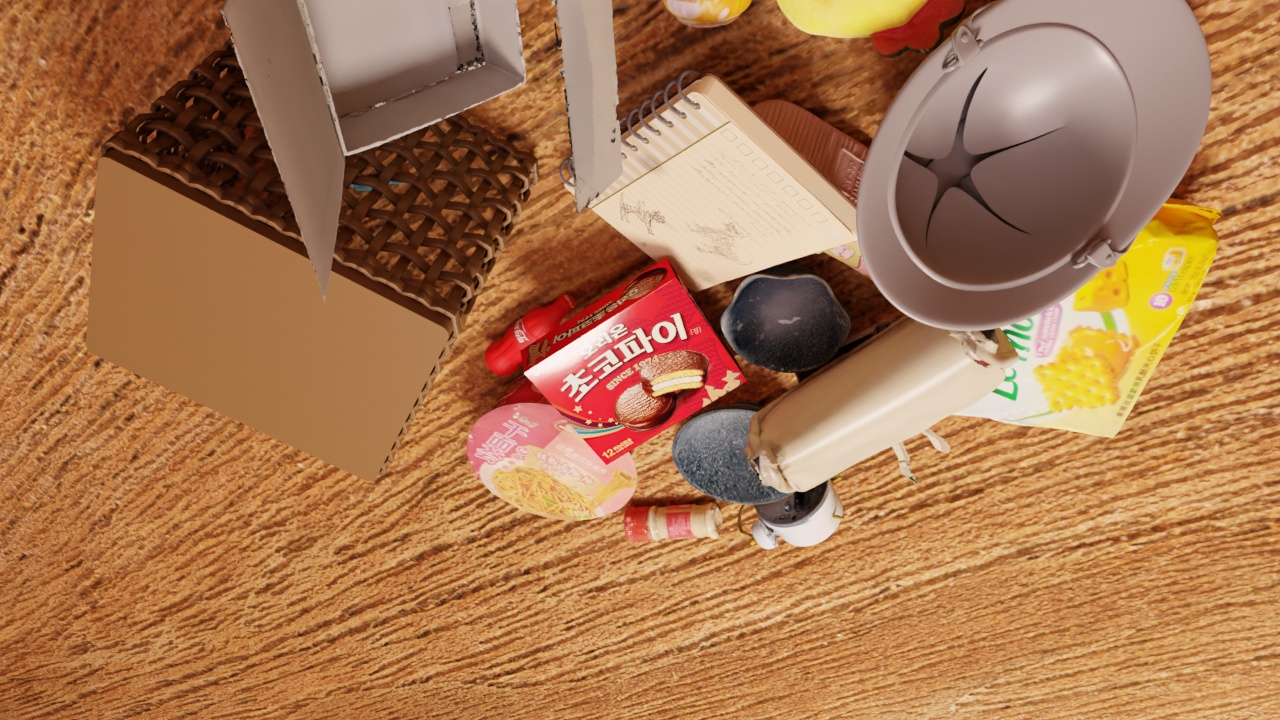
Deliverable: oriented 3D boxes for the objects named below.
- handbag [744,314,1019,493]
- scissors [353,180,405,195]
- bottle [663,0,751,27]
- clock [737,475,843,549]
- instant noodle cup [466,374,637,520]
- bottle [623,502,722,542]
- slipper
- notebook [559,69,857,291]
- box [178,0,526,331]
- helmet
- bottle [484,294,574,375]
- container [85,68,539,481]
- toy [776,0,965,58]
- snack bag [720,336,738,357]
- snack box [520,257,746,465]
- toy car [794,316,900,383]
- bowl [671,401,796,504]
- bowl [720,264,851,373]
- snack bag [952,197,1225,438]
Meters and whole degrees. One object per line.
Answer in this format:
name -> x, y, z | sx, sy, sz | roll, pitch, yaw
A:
handbag -> 0.195, 0.045, 0.719 | 0.230, 0.183, 0.132 | -39, 81, 27
scissors -> -0.255, -0.166, 0.822 | 0.129, 0.015, 0.135 | 24, 138, -7
bottle -> 0.044, -0.280, 0.604 | 0.063, 0.063, 0.109 | 5, 133, 10
clock -> 0.153, 0.152, 0.958 | 0.118, 0.083, 0.057 | -19, 131, 27
instant noodle cup -> -0.084, 0.081, 0.957 | 0.179, 0.077, 0.179 | 7, 134, 7
bottle -> 0.037, 0.184, 1.043 | 0.109, 0.044, 0.044 | -6, 130, 18
slipper -> 0.147, -0.122, 0.716 | 0.197, 0.093, 0.082 | 34, 150, -14
notebook -> 0.042, -0.125, 0.702 | 0.167, 0.024, 0.226 | 37, 159, -19
box -> -0.158, -0.185, 0.551 | 0.165, 0.329, 0.167 | -4, 132, 0
helmet -> 0.237, -0.139, 0.621 | 0.271, 0.118, 0.183 | -41, 103, -5
bottle -> -0.105, -0.027, 0.890 | 0.036, 0.036, 0.119 | 38, 129, -20
container -> -0.258, -0.086, 0.739 | 0.251, 0.213, 0.220 | 28, 134, -11
toy -> 0.126, -0.286, 0.562 | 0.134, 0.092, 0.208 | -28, 114, 9
snack bag -> 0.045, -0.014, 0.872 | 0.099, 0.026, 0.020 | 8, 128, 5
snack box -> -0.005, 0.005, 0.816 | 0.152, 0.035, 0.132 | -32, 125, 9
toy car -> 0.195, -0.003, 0.835 | 0.113, 0.039, 0.039 | -28, 94, 32
bowl -> 0.103, 0.079, 0.919 | 0.137, 0.057, 0.137 | 8, 133, 8
bowl -> 0.128, -0.045, 0.801 | 0.110, 0.055, 0.111 | 8, 132, 8
snack bag -> 0.339, -0.042, 0.741 | 0.160, 0.068, 0.248 | 11, 133, 9
